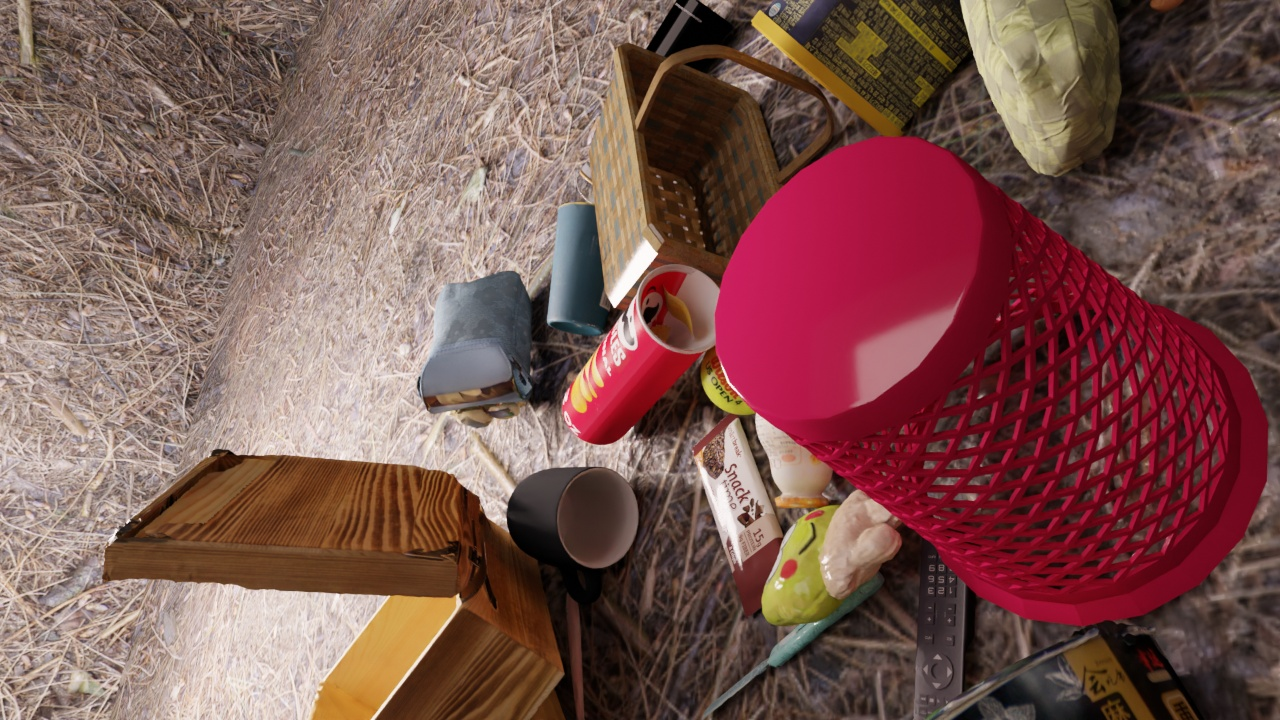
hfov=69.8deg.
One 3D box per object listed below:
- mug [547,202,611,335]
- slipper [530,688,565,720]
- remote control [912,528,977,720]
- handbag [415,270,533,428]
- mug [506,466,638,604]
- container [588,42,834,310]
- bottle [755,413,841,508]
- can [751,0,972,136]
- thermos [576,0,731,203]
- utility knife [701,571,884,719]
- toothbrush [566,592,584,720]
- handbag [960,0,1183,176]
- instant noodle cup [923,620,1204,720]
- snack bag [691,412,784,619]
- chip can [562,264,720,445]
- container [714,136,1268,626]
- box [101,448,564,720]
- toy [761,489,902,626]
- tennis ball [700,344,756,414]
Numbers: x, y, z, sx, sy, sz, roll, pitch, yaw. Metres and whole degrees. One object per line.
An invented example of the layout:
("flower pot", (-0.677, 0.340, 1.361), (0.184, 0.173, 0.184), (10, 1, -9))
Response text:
("mug", (-0.056, -0.090, 0.936), (0.078, 0.078, 0.121), (-5, 73, 53))
("slipper", (-0.109, 0.322, 0.751), (0.100, 0.078, 0.263), (-64, 27, 17))
("remote control", (0.174, 0.164, 0.522), (0.032, 0.015, 0.136), (-15, 60, 50))
("handbag", (-0.176, -0.006, 1.023), (0.122, 0.119, 0.191), (-12, 41, 5))
("mug", (-0.059, 0.154, 0.803), (0.095, 0.085, 0.121), (-9, 94, 52))
("container", (0.056, -0.164, 0.753), (0.187, 0.157, 0.249), (-50, 36, 42))
("bottle", (0.111, 0.047, 0.635), (0.063, 0.063, 0.108), (-9, 77, 52))
("can", (0.166, -0.240, 0.656), (0.104, 0.135, 0.075), (-49, 38, 21))
("thermos", (0.004, -0.264, 0.956), (0.232, 0.061, 0.061), (-55, 36, 19))
("utility knife", (0.098, 0.193, 0.613), (0.180, 0.016, 0.022), (-50, 5, 26))
("toothbrush", (-0.056, 0.278, 0.774), (0.016, 0.018, 0.181), (-41, 42, 37))
("handbag", (0.258, -0.211, 0.548), (0.117, 0.113, 0.186), (-20, 58, 32))
("instant noodle cup", (0.194, 0.193, 0.388), (0.137, 0.137, 0.112), (-49, 48, 25))
("snack bag", (0.075, 0.110, 0.691), (0.057, 0.013, 0.157), (-45, 40, 28))
("chip can", (-0.005, 0.004, 0.746), (0.221, 0.069, 0.069), (130, 148, -60))
("container", (0.155, 0.007, 0.433), (0.184, 0.225, 0.182), (-28, 48, 36))
("box", (-0.242, 0.180, 0.740), (0.282, 0.315, 0.279), (-51, 11, -2))
("toy", (0.121, 0.120, 0.572), (0.115, 0.046, 0.091), (-45, 7, 47))
("tennis ball", (0.078, 0.009, 0.697), (0.065, 0.065, 0.065), (-31, 48, 42))
